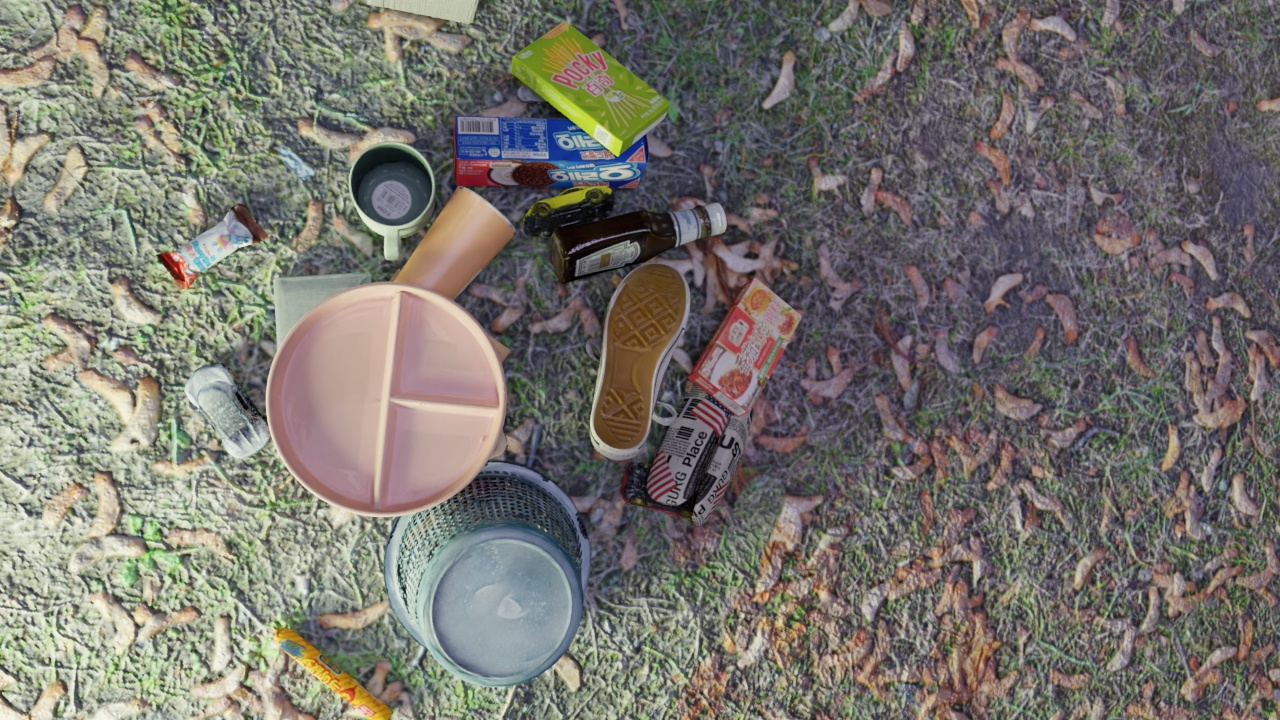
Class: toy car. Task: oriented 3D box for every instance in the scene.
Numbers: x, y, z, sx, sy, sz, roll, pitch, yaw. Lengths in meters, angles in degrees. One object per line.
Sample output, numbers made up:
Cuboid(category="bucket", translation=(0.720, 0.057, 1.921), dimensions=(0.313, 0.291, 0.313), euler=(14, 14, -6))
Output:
Cuboid(category="toy car", translation=(-0.423, 0.051, 0.942), dimensions=(0.049, 0.031, 0.105), euler=(-35, 97, -11))
Cuboid(category="toy car", translation=(-0.080, -0.167, 1.010), dimensions=(0.105, 0.048, 0.032), euler=(-19, 67, -12))
Cuboid(category="toy car", translation=(0.030, 0.150, 1.042), dimensions=(0.106, 0.031, 0.049), euler=(16, 74, -16))

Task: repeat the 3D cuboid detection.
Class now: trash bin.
Cuboid(category="trash bin", translation=(-0.147, 0.224, 0.922), dimensions=(0.226, 0.195, 0.226), euler=(0, 91, -12))

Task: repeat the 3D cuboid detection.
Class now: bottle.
Cuboid(category="bottle", translation=(0.000, -0.135, 1.010), dimensions=(0.194, 0.080, 0.044), euler=(-16, 71, -14))

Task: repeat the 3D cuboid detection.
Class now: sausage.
Cuboid(category="sausage", translation=(-0.325, 0.335, 0.972), dimensions=(0.165, 0.021, 0.021), euler=(43, 82, -9))

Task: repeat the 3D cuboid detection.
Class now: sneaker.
Cuboid(category="sneaker", translation=(-0.006, 0.006, 1.007), dimensions=(0.118, 0.088, 0.240), euler=(14, 63, -1))

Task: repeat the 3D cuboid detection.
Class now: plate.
Cuboid(category="plate", translation=(-0.247, 0.038, 0.905), dimensions=(0.229, 0.028, 0.229), euler=(1, 86, -8))

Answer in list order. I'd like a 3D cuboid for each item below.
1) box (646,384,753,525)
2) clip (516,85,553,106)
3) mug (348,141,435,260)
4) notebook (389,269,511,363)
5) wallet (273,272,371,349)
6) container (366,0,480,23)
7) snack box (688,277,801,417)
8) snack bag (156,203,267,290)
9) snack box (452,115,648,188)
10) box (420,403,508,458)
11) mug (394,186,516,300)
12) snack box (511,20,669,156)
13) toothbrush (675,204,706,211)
Cuboid(category="box", translation=(0.068, 0.098, 1.032), dimensions=(0.087, 0.076, 0.162), euler=(22, 69, 16))
Cuboid(category="clip", translation=(-0.109, -0.293, 1.016), dimensions=(0.057, 0.036, 0.025), euler=(-3, 93, -17))
Cuboid(category="mug", translation=(-0.252, -0.157, 0.939), dimensions=(0.082, 0.106, 0.111), euler=(1, 90, -14))
Cuboid(category="notebook", translation=(-0.261, 0.031, 0.989), dimensions=(0.149, 0.012, 0.211), euler=(36, 83, -12))
Cuboid(category="wallet", translation=(-0.324, -0.025, 0.950), dimensions=(0.106, 0.037, 0.129), euler=(-5, 84, -2))
Cuboid(category="container", translation=(-0.220, -0.411, 0.954), dimensions=(0.114, 0.090, 0.090), euler=(9, 89, -16))
Cuboid(category="snack box", translation=(0.120, -0.016, 1.035), dimensions=(0.075, 0.026, 0.152), euler=(39, 59, -9))
Cuboid(category="snack bag", translation=(-0.439, -0.116, 0.939), dimensions=(0.105, 0.026, 0.045), euler=(-37, 95, -12))
Cuboid(category="snack box", translation=(-0.096, -0.224, 0.991), dimensions=(0.207, 0.058, 0.057), euler=(-2, 70, -13))
Cuboid(category="box", translation=(-0.229, 0.083, 0.958), dimensions=(0.168, 0.078, 0.091), euler=(-20, 89, -10))
Cuboid(category="mug", translation=(-0.197, -0.111, 0.964), dimensions=(0.078, 0.078, 0.122), euler=(38, 81, -10))
Cuboid(category="snack box", translation=(-0.054, -0.294, 0.986), dimensions=(0.156, 0.026, 0.085), euler=(40, 62, 10))
Cuboid(category="toothbrush", translation=(-0.003, -0.154, 1.039), dimensions=(0.191, 0.018, 0.016), euler=(-14, 88, -12))
